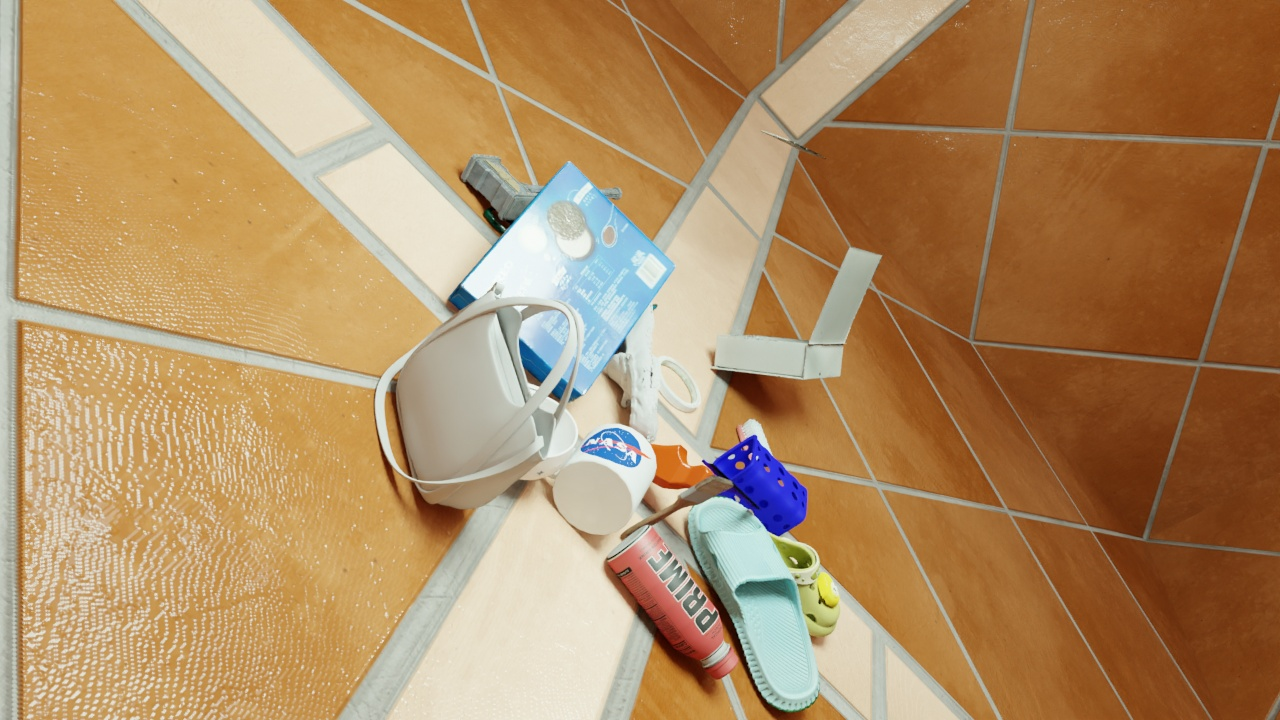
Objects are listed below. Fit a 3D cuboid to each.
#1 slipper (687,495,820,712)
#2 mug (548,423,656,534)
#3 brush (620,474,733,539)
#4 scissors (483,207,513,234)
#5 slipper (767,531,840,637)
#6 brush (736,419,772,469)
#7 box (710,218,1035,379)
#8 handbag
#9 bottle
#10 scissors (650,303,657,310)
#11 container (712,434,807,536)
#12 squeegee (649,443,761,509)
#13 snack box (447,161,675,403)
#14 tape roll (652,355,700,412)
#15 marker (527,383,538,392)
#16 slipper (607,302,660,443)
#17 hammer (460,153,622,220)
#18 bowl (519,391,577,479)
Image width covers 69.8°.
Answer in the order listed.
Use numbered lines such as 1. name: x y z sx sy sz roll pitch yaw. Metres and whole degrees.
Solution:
1. slipper: 0.146 0.280 1.104 0.115 0.070 0.276 -4 59 -31
2. mug: -0.052 0.125 1.013 0.121 0.091 0.090 17 26 11
3. brush: 0.034 0.165 1.018 0.045 0.143 0.008 26 37 -53
4. scissors: -0.132 -0.173 1.328 0.209 0.015 0.154 40 27 -22
5. slipper: 0.204 0.276 1.213 0.190 0.082 0.091 44 25 -7
6. brush: 0.186 0.161 1.380 0.041 0.030 0.172 25 37 -40
7. box: 0.351 -0.092 1.424 0.166 0.508 0.148 -3 63 -59
8. handbag: -0.142 0.012 0.854 0.095 0.223 0.215 18 42 -48
9. bottle: 0.040 0.265 0.993 0.176 0.062 0.062 52 27 2
10. scissors: -0.015 -0.089 1.394 0.129 0.019 0.138 37 37 -38
11. container: 0.163 0.179 1.264 0.113 0.085 0.084 45 28 -13
12. squeegee: 0.033 0.125 1.100 0.185 0.055 0.249 26 -9 26
13. snack box: -0.090 -0.097 1.132 0.195 0.056 0.238 43 60 -14
14. tape roll: 0.053 0.034 1.352 0.093 0.013 0.092 36 31 -26
15. marker: -0.167 0.019 1.028 0.133 0.020 0.017 23 42 -42
16. slipper: -0.007 0.007 1.231 0.112 0.075 0.246 69 10 -46
17. hammer: -0.120 -0.253 1.367 0.098 0.044 0.321 45 28 20
18. bowl: -0.123 0.083 0.960 0.105 0.054 0.104 15 35 -11
